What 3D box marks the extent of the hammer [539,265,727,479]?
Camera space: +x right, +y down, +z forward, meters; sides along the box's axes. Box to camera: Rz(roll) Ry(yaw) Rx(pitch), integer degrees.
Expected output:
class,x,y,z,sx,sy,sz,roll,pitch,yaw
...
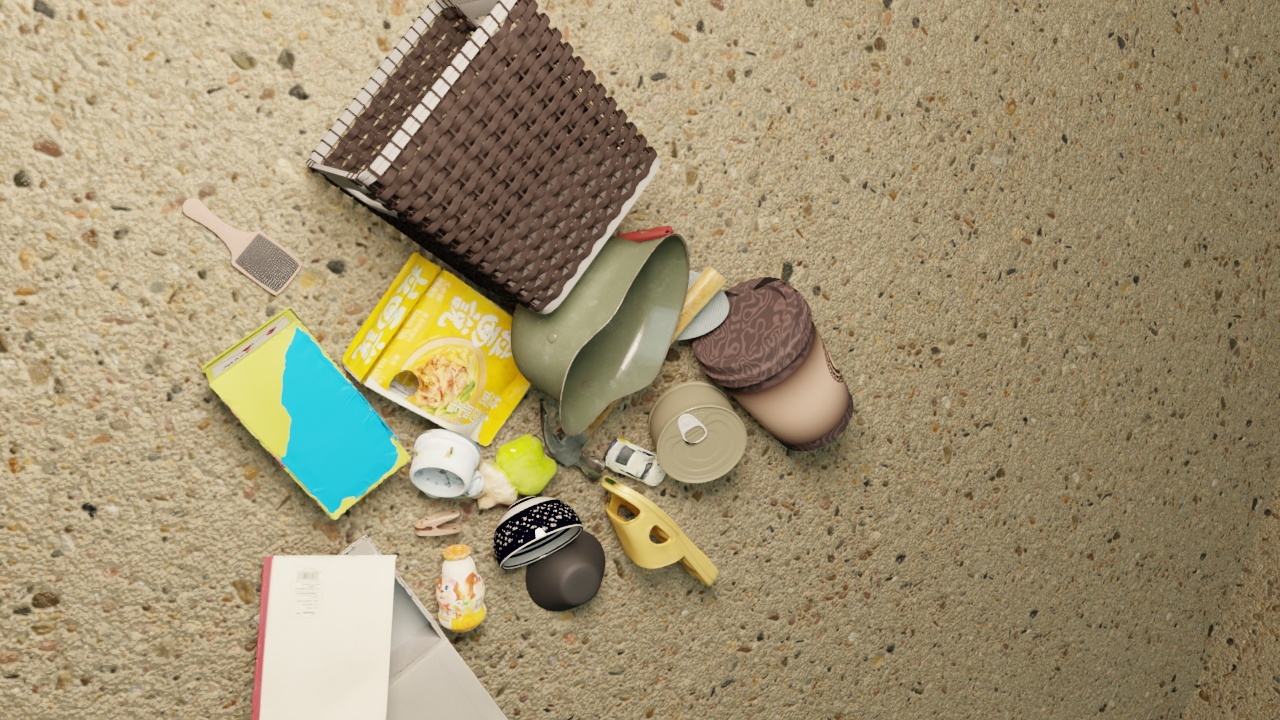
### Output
class,x,y,z,sx,sy,sz,roll,pitch,yaw
hammer,-0.007,0.007,1.225,0.132,0.033,0.331,37,98,-28

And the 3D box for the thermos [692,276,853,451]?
class,x,y,z,sx,sy,sz,roll,pitch,yaw
thermos,0.200,0.015,1.314,0.172,0.173,0.226,-49,126,-10

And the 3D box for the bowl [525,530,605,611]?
class,x,y,z,sx,sy,sz,roll,pitch,yaw
bowl,-0.093,0.304,1.281,0.123,0.052,0.124,-7,106,-28

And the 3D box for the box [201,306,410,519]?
class,x,y,z,sx,sy,sz,roll,pitch,yaw
box,-0.378,0.063,1.053,0.124,0.079,0.221,-41,121,-13

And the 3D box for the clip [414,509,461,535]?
class,x,y,z,sx,sy,sz,roll,pitch,yaw
clip,-0.260,0.204,1.181,0.061,0.025,0.045,-2,103,-25

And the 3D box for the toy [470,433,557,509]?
class,x,y,z,sx,sy,sz,roll,pitch,yaw
toy,-0.171,0.151,1.207,0.117,0.043,0.092,-36,127,-9

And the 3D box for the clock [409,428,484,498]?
class,x,y,z,sx,sy,sz,roll,pitch,yaw
clock,-0.240,0.136,1.143,0.083,0.057,0.118,-3,139,10

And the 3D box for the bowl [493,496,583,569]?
class,x,y,z,sx,sy,sz,roll,pitch,yaw
bowl,-0.143,0.218,1.212,0.120,0.120,0.066,-19,69,-24

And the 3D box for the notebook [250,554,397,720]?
class,x,y,z,sx,sy,sz,roll,pitch,yaw
notebook,-0.366,0.332,1.064,0.153,0.012,0.208,2,75,-8

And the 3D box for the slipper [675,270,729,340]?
class,x,y,z,sx,sy,sz,roll,pitch,yaw
slipper,-0.013,-0.066,1.244,0.268,0.055,0.098,-13,106,-14

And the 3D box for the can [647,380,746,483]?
class,x,y,z,sx,sy,sz,roll,pitch,yaw
can,0.078,0.100,1.290,0.127,0.073,0.128,-5,120,-10

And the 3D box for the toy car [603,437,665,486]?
class,x,y,z,sx,sy,sz,roll,pitch,yaw
toy car,-0.003,0.146,1.305,0.105,0.033,0.048,26,87,-32

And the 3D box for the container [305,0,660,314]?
class,x,y,z,sx,sy,sz,roll,pitch,yaw
container,-0.166,-0.223,1.003,0.243,0.247,0.245,40,81,-34

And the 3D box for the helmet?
class,x,y,z,sx,sy,sz,roll,pitch,yaw
helmet,-0.067,-0.047,1.103,0.267,0.154,0.227,-64,161,-14

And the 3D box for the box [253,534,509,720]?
class,x,y,z,sx,sy,sz,roll,pitch,yaw
box,-0.290,0.434,1.163,0.166,0.108,0.419,-37,104,-16

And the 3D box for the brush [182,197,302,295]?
class,x,y,z,sx,sy,sz,roll,pitch,yaw
brush,-0.438,-0.129,1.005,0.135,0.015,0.049,42,80,-30

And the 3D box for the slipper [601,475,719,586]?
class,x,y,z,sx,sy,sz,roll,pitch,yaw
slipper,0.016,0.256,1.306,0.078,0.099,0.263,-49,124,-9

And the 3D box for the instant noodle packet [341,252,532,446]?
class,x,y,z,sx,sy,sz,roll,pitch,yaw
instant noodle packet,-0.222,-0.003,1.127,0.221,0.084,0.163,36,85,-38

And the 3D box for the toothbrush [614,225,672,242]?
class,x,y,z,sx,sy,sz,roll,pitch,yaw
toothbrush,-0.039,-0.157,1.218,0.189,0.016,0.016,-14,108,-25

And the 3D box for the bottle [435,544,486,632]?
class,x,y,z,sx,sy,sz,roll,pitch,yaw
bottle,-0.235,0.296,1.195,0.063,0.063,0.109,-8,105,-27
